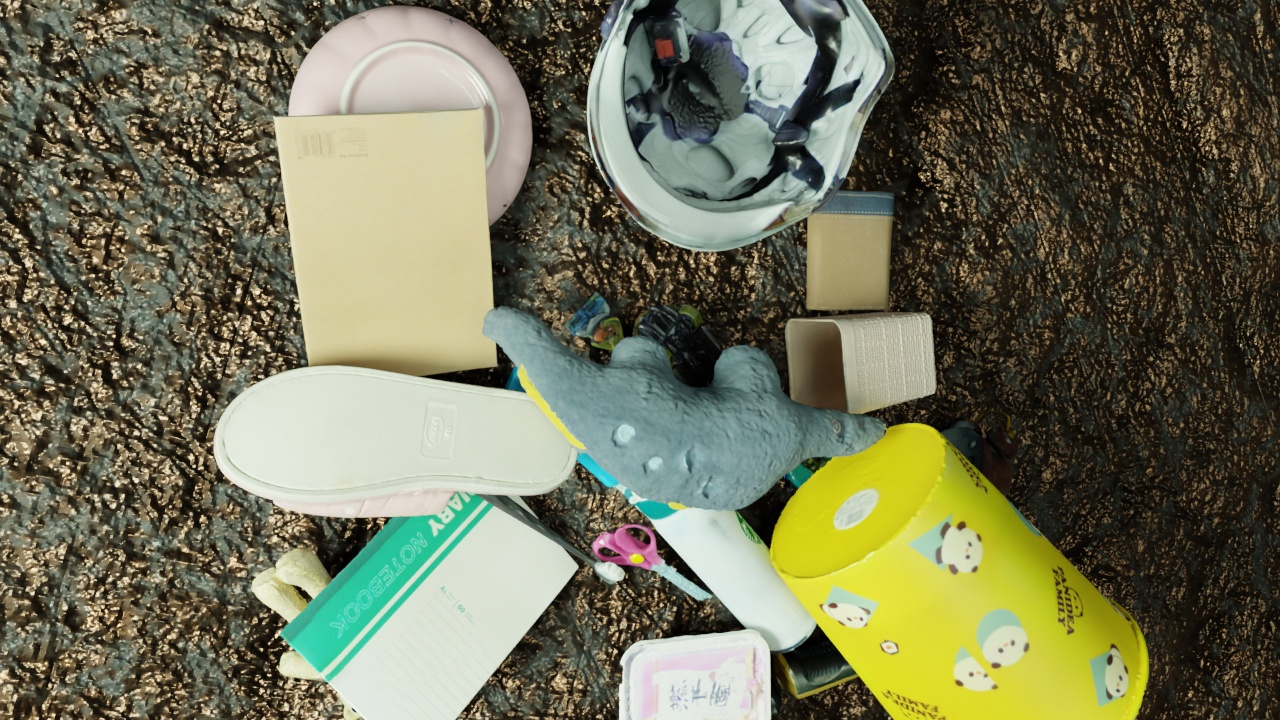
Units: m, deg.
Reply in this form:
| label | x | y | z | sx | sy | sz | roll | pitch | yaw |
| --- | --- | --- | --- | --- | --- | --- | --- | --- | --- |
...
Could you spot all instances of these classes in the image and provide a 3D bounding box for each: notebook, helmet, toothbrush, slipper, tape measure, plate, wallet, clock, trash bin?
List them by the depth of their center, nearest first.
| label | x | y | z | sx | sy | sz | roll | pitch | yaw |
| --- | --- | --- | --- | --- | --- | --- | --- | --- | --- |
| notebook | -0.189 | -0.084 | 0.708 | 0.149 | 0.012 | 0.212 | -8 | 113 | -19 |
| slipper | -0.183 | 0.065 | 0.718 | 0.274 | 0.055 | 0.114 | 2 | 72 | -19 |
| plate | -0.174 | -0.185 | 0.723 | 0.192 | 0.039 | 0.192 | -2 | 95 | -21 |
| notebook | -0.157 | 0.189 | 0.734 | 0.150 | 0.012 | 0.208 | 52 | 55 | -15 |
| helmet | 0.059 | -0.217 | 0.755 | 0.229 | 0.146 | 0.258 | 32 | 90 | -19 |
| toothbrush | -0.083 | 0.142 | 0.781 | 0.181 | 0.018 | 0.015 | 38 | 52 | -22 |
| trash bin | 0.265 | 0.207 | 0.808 | 0.229 | 0.230 | 0.255 | -45 | 102 | -13 |
| wallet | 0.201 | -0.106 | 0.879 | 0.090 | 0.033 | 0.115 | -2 | 96 | -18 |
| tape measure | 0.164 | 0.100 | 0.883 | 0.054 | 0.025 | 0.058 | 25 | 84 | -22 |
| clock | 0.329 | 0.102 | 0.917 | 0.055 | 0.082 | 0.122 | 31 | 84 | -25 |

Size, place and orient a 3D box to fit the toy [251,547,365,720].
| label | x | y | z | sx | sy | sz | roll | pitch | yaw |
| --- | --- | --- | --- | --- | --- | --- | --- | --- | --- |
| toy | -0.238 | 0.213 | 0.712 | 0.105 | 0.066 | 0.157 | -33 | 111 | -11 |

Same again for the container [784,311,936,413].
| label | x | y | z | sx | sy | sz | roll | pitch | yaw |
| --- | --- | --- | --- | --- | --- | --- | --- | --- | --- |
| container | 0.209 | -0.001 | 0.861 | 0.110 | 0.090 | 0.090 | -9 | 97 | -24 |

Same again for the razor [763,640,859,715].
| label | x | y | z | sx | sy | sz | roll | pitch | yaw |
| --- | --- | --- | --- | --- | --- | --- | --- | --- | --- |
| razor | 0.173 | 0.300 | 0.892 | 0.167 | 0.062 | 0.068 | -6 | 126 | -26 |

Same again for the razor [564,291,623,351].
| label | x | y | z | sx | sy | sz | roll | pitch | yaw |
| --- | --- | --- | --- | --- | --- | --- | --- | --- | --- |
| razor | -0.005 | 0.005 | 0.812 | 0.042 | 0.022 | 0.143 | -46 | 108 | -11 |

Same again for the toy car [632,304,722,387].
| label | x | y | z | sx | sy | sz | roll | pitch | yaw |
| --- | --- | --- | --- | --- | --- | --- | --- | --- | --- |
| toy car | 0.054 | 0.016 | 0.818 | 0.158 | 0.042 | 0.070 | 48 | 51 | -15 |

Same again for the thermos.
| label | x | y | z | sx | sy | sz | roll | pitch | yaw |
| --- | --- | --- | --- | --- | --- | --- | --- | --- | --- |
| thermos | 0.074 | 0.165 | 0.824 | 0.073 | 0.073 | 0.224 | -45 | 110 | -13 |

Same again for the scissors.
| label | x | y | z | sx | sy | sz | roll | pitch | yaw |
| --- | --- | --- | --- | --- | --- | --- | --- | --- | --- |
| scissors | 0.021 | 0.185 | 0.828 | 0.135 | 0.017 | 0.064 | 36 | 122 | -25 |

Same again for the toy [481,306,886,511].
| label | x | y | z | sx | sy | sz | roll | pitch | yaw |
| --- | --- | --- | --- | --- | --- | --- | --- | --- | --- |
| toy | 0.041 | 0.050 | 0.737 | 0.356 | 0.092 | 0.137 | 13 | 59 | -13 |

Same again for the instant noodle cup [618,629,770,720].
| label | x | y | z | sx | sy | sz | roll | pitch | yaw |
| --- | --- | --- | --- | --- | --- | --- | --- | --- | --- |
| instant noodle cup | 0.044 | 0.325 | 0.828 | 0.138 | 0.060 | 0.173 | -2 | 93 | -14 |

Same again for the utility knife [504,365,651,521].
| label | x | y | z | sx | sy | sz | roll | pitch | yaw |
| --- | --- | --- | --- | --- | --- | --- | --- | --- | --- |
| utility knife | -0.043 | 0.079 | 0.805 | 0.202 | 0.018 | 0.034 | 45 | 77 | -19 |
